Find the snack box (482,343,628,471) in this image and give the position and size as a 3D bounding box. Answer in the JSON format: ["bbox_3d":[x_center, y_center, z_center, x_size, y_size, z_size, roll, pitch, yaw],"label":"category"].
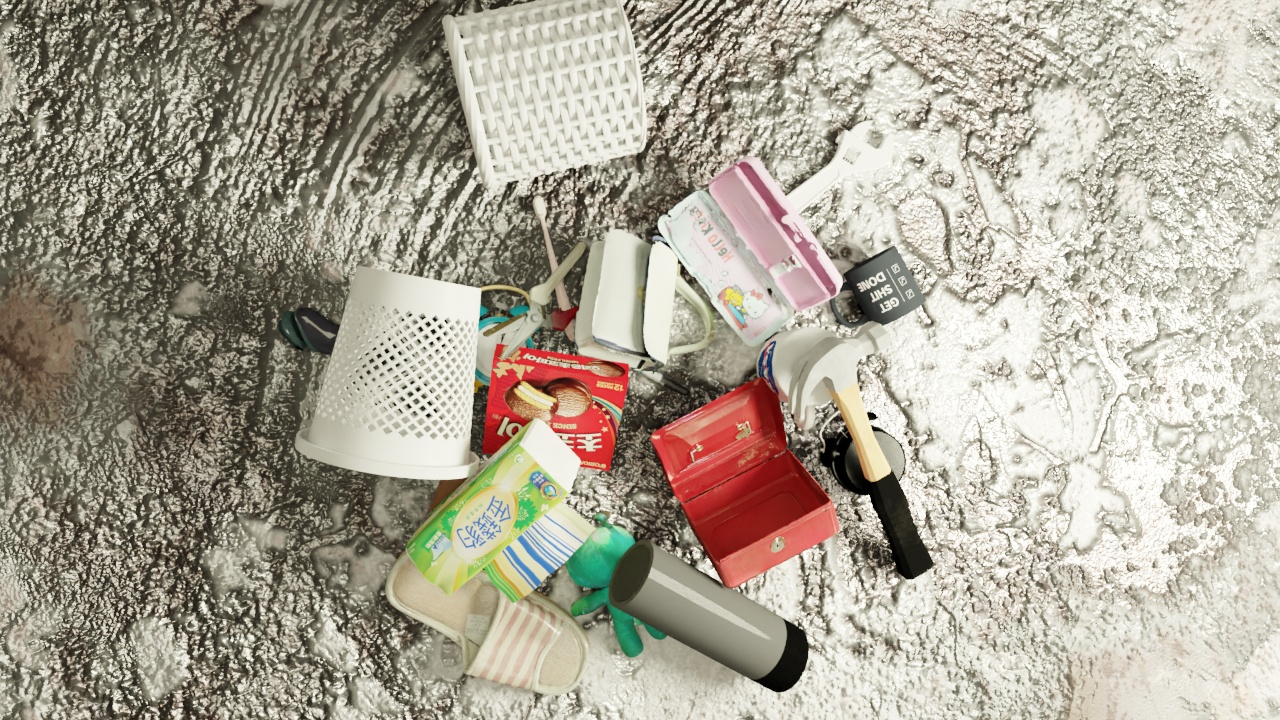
[{"bbox_3d":[-0.100,0.056,1.067,0.152,0.035,0.133,9,123,-6],"label":"snack box"}]

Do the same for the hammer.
[{"bbox_3d":[0.273,0.120,1.076,0.131,0.039,0.328,-29,111,-7],"label":"hammer"}]

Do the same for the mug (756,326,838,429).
[{"bbox_3d":[0.195,0.023,1.104,0.091,0.090,0.121,-3,89,-6],"label":"mug"}]

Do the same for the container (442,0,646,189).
[{"bbox_3d":[-0.107,-0.305,1.030,0.186,0.189,0.189,-14,90,-7],"label":"container"}]

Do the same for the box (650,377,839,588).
[{"bbox_3d":[0.125,0.150,1.062,0.156,0.157,0.170,-28,54,-4],"label":"box"}]

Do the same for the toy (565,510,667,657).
[{"bbox_3d":[-0.029,0.265,1.093,0.130,0.072,0.193,-30,101,-6],"label":"toy"}]

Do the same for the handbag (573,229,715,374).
[{"bbox_3d":[0.020,-0.062,1.085,0.176,0.074,0.151,18,70,-25],"label":"handbag"}]

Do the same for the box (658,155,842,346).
[{"bbox_3d":[0.135,-0.133,1.114,0.154,0.066,0.201,-33,102,24],"label":"box"}]

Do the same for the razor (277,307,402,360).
[{"bbox_3d":[-0.349,-0.027,1.077,0.143,0.047,0.052,11,112,-8],"label":"razor"}]

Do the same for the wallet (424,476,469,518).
[{"bbox_3d":[-0.193,0.188,1.102,0.121,0.013,0.087,23,92,-5],"label":"wallet"}]

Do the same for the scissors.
[{"bbox_3d":[-0.097,-0.068,1.075,0.184,0.015,0.179,15,63,-27],"label":"scissors"}]

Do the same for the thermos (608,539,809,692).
[{"bbox_3d":[0.083,0.298,1.063,0.240,0.082,0.082,33,86,-21],"label":"thermos"}]

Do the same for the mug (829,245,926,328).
[{"bbox_3d":[0.285,-0.082,1.132,0.105,0.071,0.077,-29,92,21],"label":"mug"}]

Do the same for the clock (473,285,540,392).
[{"bbox_3d":[-0.169,-0.025,1.095,0.099,0.043,0.129,1,96,-6],"label":"clock"}]

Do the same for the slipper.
[{"bbox_3d":[-0.181,0.312,1.083,0.263,0.052,0.115,30,85,-4],"label":"slipper"}]

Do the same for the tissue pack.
[{"bbox_3d":[-0.142,0.185,1.030,0.198,0.120,0.141,-41,98,18],"label":"tissue pack"}]

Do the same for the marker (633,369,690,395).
[{"bbox_3d":[-0.007,0.007,1.125,0.152,0.011,0.011,27,86,-4],"label":"marker"}]

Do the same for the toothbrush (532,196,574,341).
[{"bbox_3d":[-0.103,-0.111,1.114,0.015,0.018,0.181,-14,91,-5],"label":"toothbrush"}]

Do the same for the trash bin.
[{"bbox_3d":[-0.257,0.008,0.999,0.195,0.195,0.199,10,93,-6],"label":"trash bin"}]

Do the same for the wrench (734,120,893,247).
[{"bbox_3d":[0.203,-0.205,1.146,0.273,0.018,0.066,-38,93,-4],"label":"wrench"}]

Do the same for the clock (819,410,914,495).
[{"bbox_3d":[0.274,0.115,1.135,0.091,0.042,0.120,-43,93,-5],"label":"clock"}]
